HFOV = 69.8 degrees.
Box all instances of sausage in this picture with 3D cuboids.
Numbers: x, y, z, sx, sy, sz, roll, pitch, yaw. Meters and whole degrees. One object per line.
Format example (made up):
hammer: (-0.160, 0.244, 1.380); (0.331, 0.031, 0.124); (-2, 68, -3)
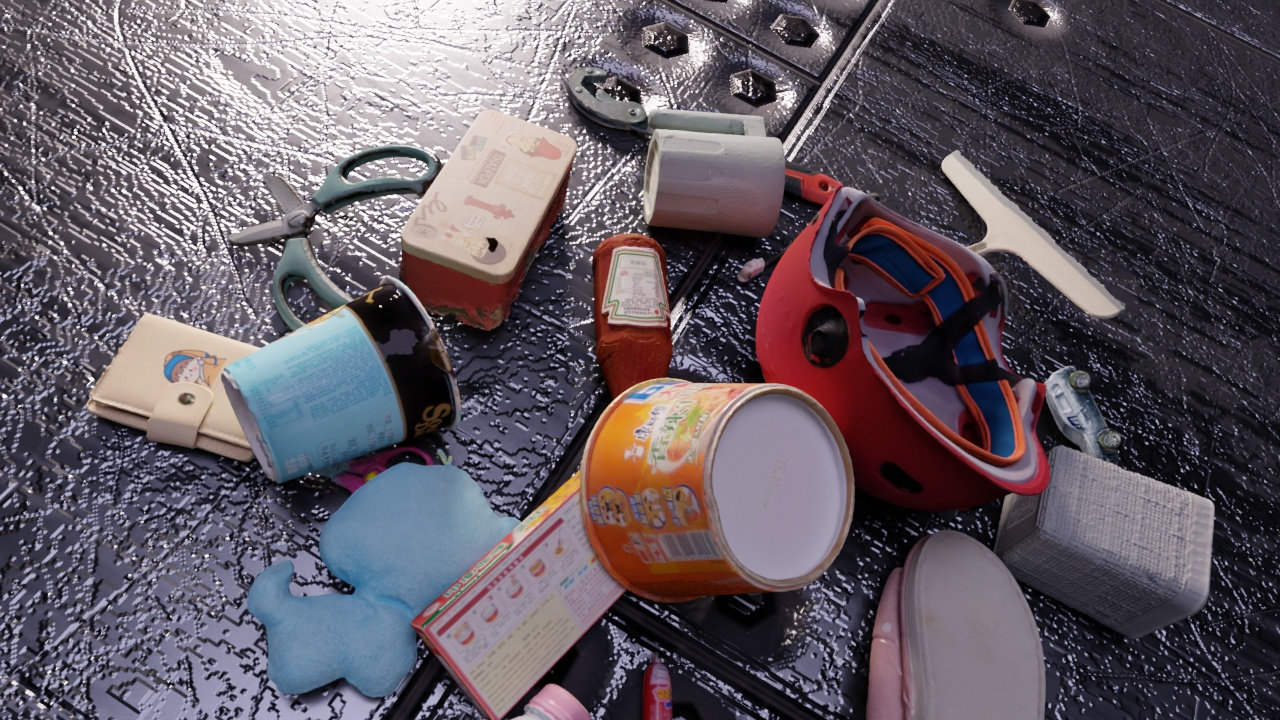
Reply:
sausage: (0.010, 0.254, 0.551); (0.020, 0.020, 0.155); (7, 59, -9)

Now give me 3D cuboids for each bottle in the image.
bottle: (-0.004, 0.004, 0.673); (0.059, 0.060, 0.205); (3, 62, -12)
bottle: (-0.101, 0.262, 0.496); (0.068, 0.068, 0.196); (41, 56, 12)

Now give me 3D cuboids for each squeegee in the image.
squeegee: (0.230, -0.084, 0.791); (0.246, 0.039, 0.246); (-13, 46, -13)

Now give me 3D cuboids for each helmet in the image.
helmet: (0.172, 0.012, 0.651); (0.206, 0.144, 0.239); (17, 49, -32)

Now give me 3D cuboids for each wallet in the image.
wallet: (-0.298, 0.019, 0.616); (0.115, 0.024, 0.087); (18, 57, -3)

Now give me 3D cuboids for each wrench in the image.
wrench: (0.057, -0.199, 0.832); (0.273, 0.016, 0.056); (24, 58, 2)

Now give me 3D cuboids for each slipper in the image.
slipper: (0.198, 0.230, 0.584); (0.114, 0.055, 0.273); (25, 47, -6)

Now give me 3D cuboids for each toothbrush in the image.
toothbrush: (0.151, -0.111, 0.803); (0.180, 0.018, 0.015); (-31, 68, -28)

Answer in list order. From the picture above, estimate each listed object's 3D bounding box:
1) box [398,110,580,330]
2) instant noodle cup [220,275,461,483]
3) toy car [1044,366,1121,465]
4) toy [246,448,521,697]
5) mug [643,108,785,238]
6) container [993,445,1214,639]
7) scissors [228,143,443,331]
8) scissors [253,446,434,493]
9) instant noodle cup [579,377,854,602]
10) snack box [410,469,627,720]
box: (-0.114, -0.105, 0.709); (0.091, 0.080, 0.167); (20, 51, 0)
instant noodle cup: (-0.194, 0.018, 0.587); (0.120, 0.111, 0.111); (-25, 69, -29)
toy car: (0.357, 0.048, 0.741); (0.034, 0.043, 0.090); (-19, 60, 8)
toy: (-0.152, 0.127, 0.568); (0.161, 0.050, 0.156); (11, 72, -22)
mug: (0.058, -0.164, 0.774); (0.103, 0.084, 0.123); (3, 56, -9)
container: (0.327, 0.128, 0.661); (0.114, 0.090, 0.090); (24, 57, 5)
scissors: (-0.216, -0.091, 0.687); (0.173, 0.019, 0.170); (-22, 68, -8)
scissors: (-0.204, 0.069, 0.615); (0.135, 0.017, 0.063); (18, 61, 2)
instant noodle cup: (0.053, 0.080, 0.575); (0.151, 0.112, 0.151); (6, 79, -34)
snack box: (-0.059, 0.141, 0.577); (0.155, 0.027, 0.077); (-40, 106, -29)
